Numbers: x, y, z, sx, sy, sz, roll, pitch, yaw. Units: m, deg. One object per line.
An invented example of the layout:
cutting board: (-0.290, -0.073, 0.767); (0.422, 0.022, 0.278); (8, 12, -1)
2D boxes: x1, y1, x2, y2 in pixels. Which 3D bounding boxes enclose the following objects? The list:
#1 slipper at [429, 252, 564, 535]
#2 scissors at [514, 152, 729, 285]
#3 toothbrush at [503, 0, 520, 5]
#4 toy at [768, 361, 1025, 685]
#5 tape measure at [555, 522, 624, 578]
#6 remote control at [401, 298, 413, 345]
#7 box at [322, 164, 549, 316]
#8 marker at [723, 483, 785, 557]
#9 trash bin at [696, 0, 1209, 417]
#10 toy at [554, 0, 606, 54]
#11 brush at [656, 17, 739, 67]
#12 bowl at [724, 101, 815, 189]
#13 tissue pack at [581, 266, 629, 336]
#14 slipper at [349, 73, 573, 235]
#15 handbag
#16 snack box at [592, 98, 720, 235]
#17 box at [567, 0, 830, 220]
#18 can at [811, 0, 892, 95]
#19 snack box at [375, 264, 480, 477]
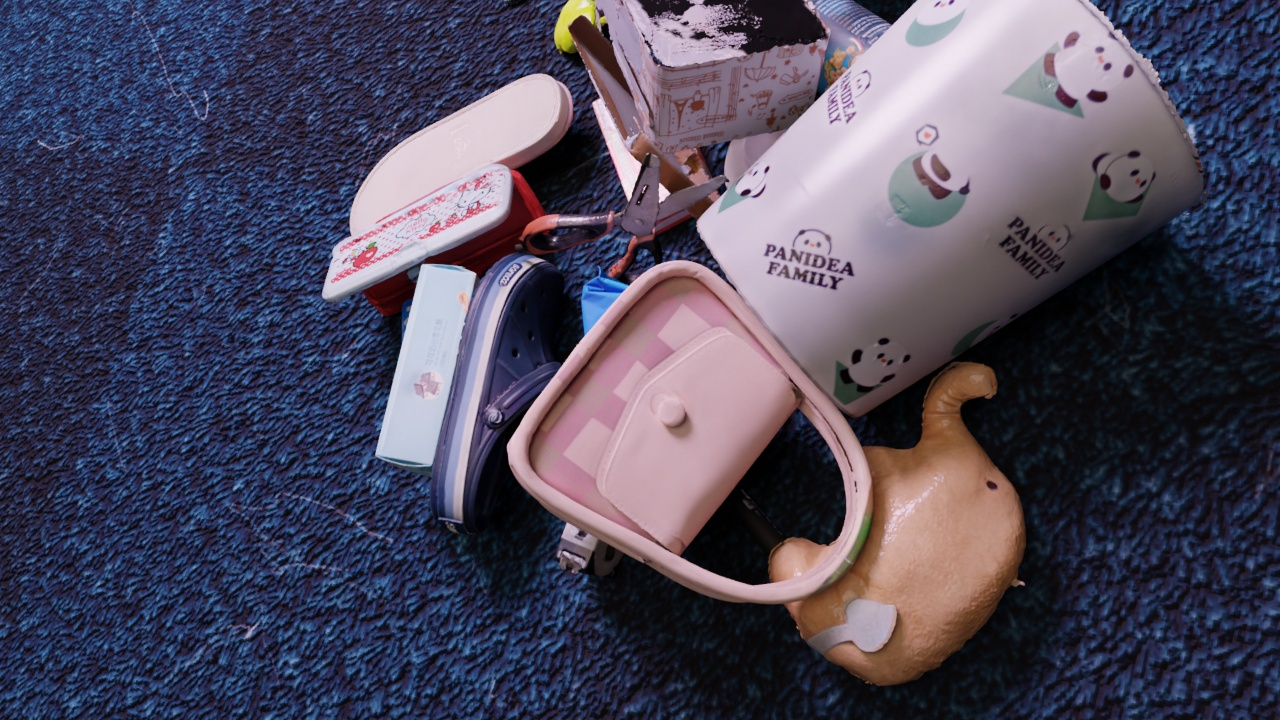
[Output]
slipper: (-0.106, 0.025, 0.776); (0.095, 0.105, 0.252); (13, 73, 6)
scissors: (-0.013, -0.103, 0.725); (0.226, 0.189, 0.015); (-3, 68, 27)
toothbrush: (-0.061, -0.410, 0.948); (0.192, 0.016, 0.018); (-15, 78, 20)
toy: (0.193, 0.113, 0.628); (0.143, 0.082, 0.226); (36, 88, 20)
tape measure: (-0.034, 0.138, 0.728); (0.034, 0.065, 0.066); (18, 83, 23)
remote control: (-0.197, 0.001, 0.853); (0.049, 0.024, 0.124); (-8, 75, 21)
box: (-0.190, -0.098, 0.841); (0.202, 0.095, 0.101); (-23, 27, 16)
marker: (0.078, 0.114, 0.713); (0.132, 0.020, 0.022); (49, 113, 29)
trash bin: (0.190, -0.108, 0.627); (0.252, 0.229, 0.229); (-39, 62, 14)
toy: (-0.051, -0.339, 0.896); (0.100, 0.031, 0.096); (-47, 37, 24)
brush: (0.048, -0.314, 0.845); (0.073, 0.063, 0.145); (-21, 63, -16)
bowl: (0.121, -0.166, 0.757); (0.117, 0.066, 0.116); (-8, 71, 22)
tissue pack: (-0.004, 0.004, 0.744); (0.052, 0.095, 0.157); (-15, 66, 17)
slipper: (-0.176, -0.187, 0.904); (0.275, 0.054, 0.114); (-27, 61, 21)
handbag: (0.047, 0.064, 0.624); (0.234, 0.093, 0.193); (37, 79, 12)
snack box: (0.013, -0.192, 0.838); (0.075, 0.025, 0.152); (-26, 64, 15)
box: (0.035, -0.211, 0.719); (0.154, 0.185, 0.182); (-14, 57, -8)
can: (0.176, -0.247, 0.754); (0.075, 0.075, 0.111); (-46, 62, 4)
snack box: (-0.176, 0.011, 0.793); (0.051, 0.074, 0.174); (9, 77, 3)
